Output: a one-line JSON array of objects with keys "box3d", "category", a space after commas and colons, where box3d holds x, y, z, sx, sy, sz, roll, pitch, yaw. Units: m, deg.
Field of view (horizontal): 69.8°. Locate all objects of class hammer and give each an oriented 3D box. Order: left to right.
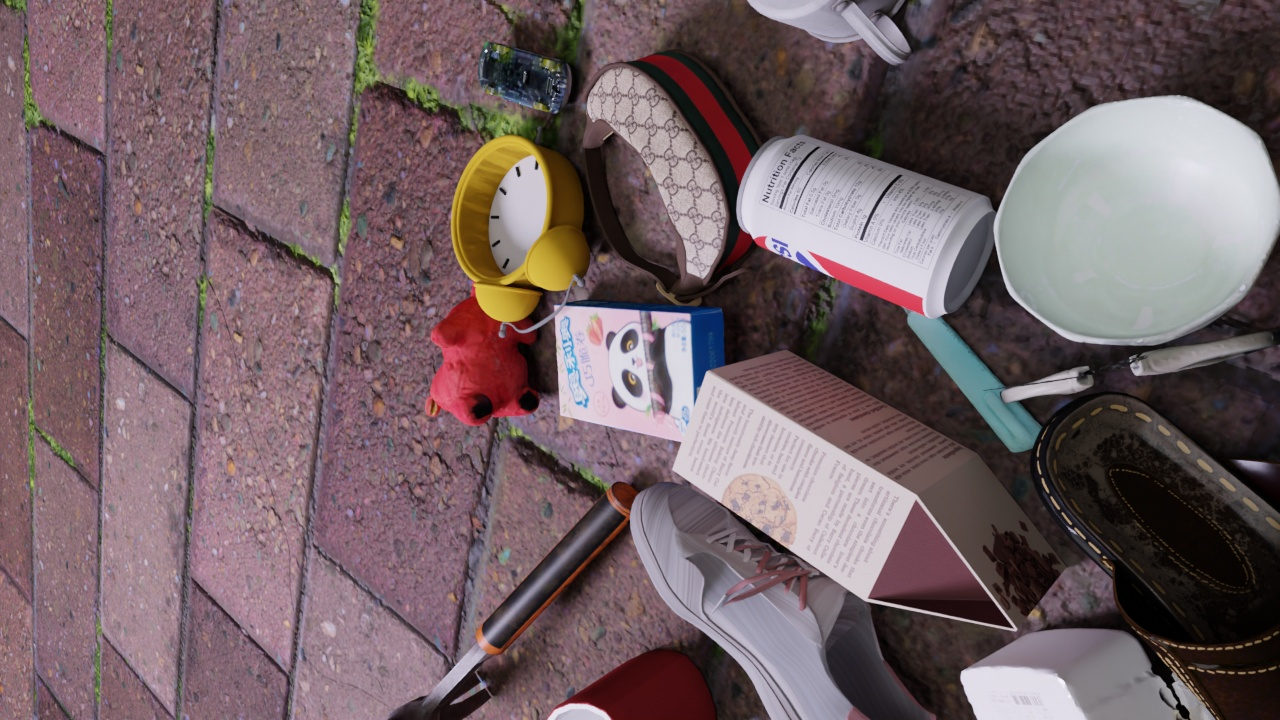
[{"box3d": [-0.100, 0.212, 0.753, 0.315, 0.137, 0.035, -48, 68, 19], "category": "hammer"}]

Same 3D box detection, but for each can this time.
[{"box3d": [0.126, -0.079, 0.522, 0.132, 0.070, 0.070, 29, 115, 31], "category": "can"}]

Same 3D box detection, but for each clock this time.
[{"box3d": [-0.090, -0.097, 0.693, 0.114, 0.052, 0.151, -29, 69, 36], "category": "clock"}]

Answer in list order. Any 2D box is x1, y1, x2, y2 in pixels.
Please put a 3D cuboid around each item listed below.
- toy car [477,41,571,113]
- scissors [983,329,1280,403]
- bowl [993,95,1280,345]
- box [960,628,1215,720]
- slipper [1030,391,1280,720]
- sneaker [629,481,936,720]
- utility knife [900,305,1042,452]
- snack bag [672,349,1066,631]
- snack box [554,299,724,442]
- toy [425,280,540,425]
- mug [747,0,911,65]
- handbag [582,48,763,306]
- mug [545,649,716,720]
[{"box3d": [-0.086, -0.213, 0.691, 0.090, 0.027, 0.039, 27, 117, 31], "category": "toy car"}, {"box3d": [0.223, 0.005, 0.428, 0.157, 0.171, 0.012, -12, 82, 1], "category": "scissors"}, {"box3d": [0.236, -0.059, 0.436, 0.118, 0.061, 0.117, -10, 74, 36], "category": "bowl"}, {"box3d": [0.271, 0.175, 0.464, 0.107, 0.131, 0.152, 62, 159, 10], "category": "box"}, {"box3d": [0.281, 0.119, 0.396, 0.113, 0.076, 0.267, -33, 66, -3], "category": "slipper"}, {"box3d": [0.092, 0.153, 0.578, 0.236, 0.099, 0.090, 49, 122, 18], "category": "sneaker"}, {"box3d": [0.179, -0.005, 0.529, 0.022, 0.015, 0.141, -40, 72, 13], "category": "utility knife"}, {"box3d": [0.134, 0.076, 0.529, 0.206, 0.094, 0.070, 32, 116, 30], "category": "snack bag"}, {"box3d": [-0.004, 0.004, 0.646, 0.154, 0.033, 0.088, 7, 103, 50], "category": "snack box"}, {"box3d": [-0.140, -0.012, 0.748, 0.094, 0.088, 0.133, -8, 81, 56], "category": "toy"}, {"box3d": [0.110, -0.214, 0.510, 0.085, 0.070, 0.113, -37, 73, 37], "category": "mug"}, {"box3d": [0.017, -0.117, 0.617, 0.166, 0.063, 0.139, 57, 144, 9], "category": "handbag"}, {"box3d": [-0.017, 0.275, 0.686, 0.117, 0.096, 0.080, -28, 81, 38], "category": "mug"}]
